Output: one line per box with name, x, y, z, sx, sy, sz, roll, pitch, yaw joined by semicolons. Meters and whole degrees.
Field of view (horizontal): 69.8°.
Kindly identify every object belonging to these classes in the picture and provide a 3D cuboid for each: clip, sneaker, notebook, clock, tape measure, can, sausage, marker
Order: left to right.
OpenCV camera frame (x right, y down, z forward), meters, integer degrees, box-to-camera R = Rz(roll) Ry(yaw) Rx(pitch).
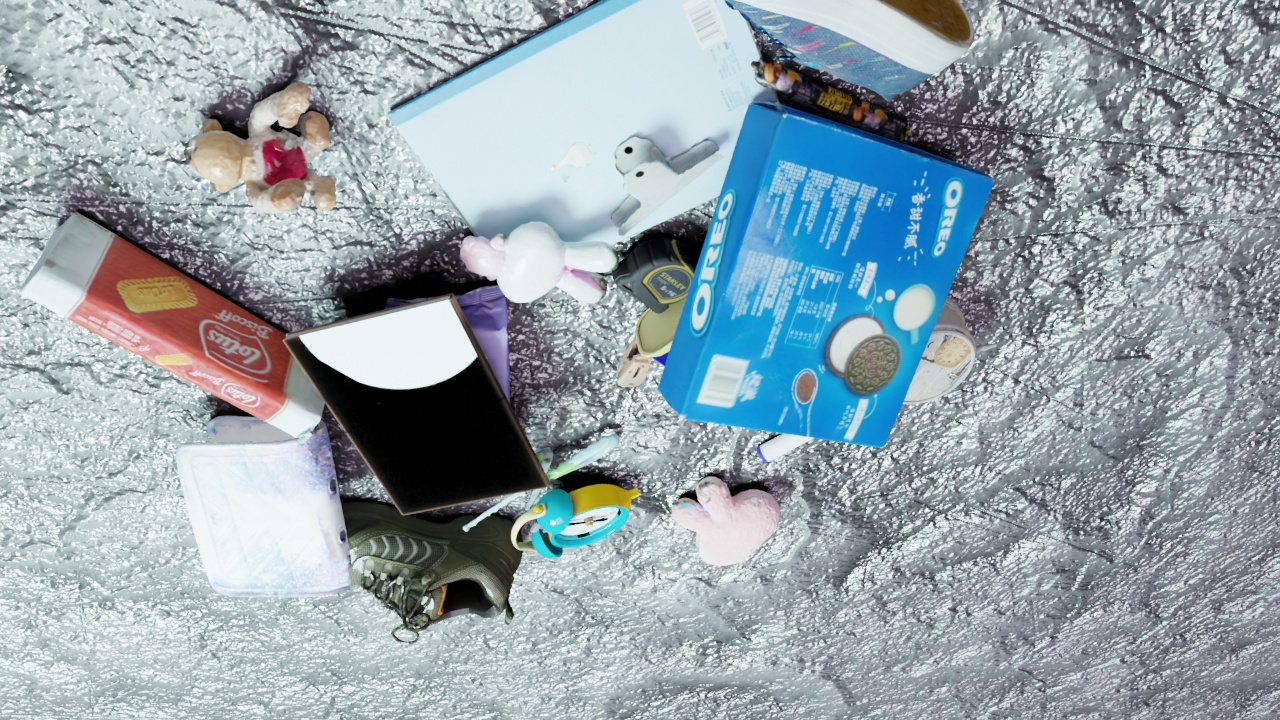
sneaker;-0.231;0.225;0.897;0.237;0.142;0.101;6;130;-15
notebook;-0.176;0.045;0.752;0.141;0.008;0.209;-12;128;11
clock;-0.067;0.161;0.927;0.129;0.043;0.099;-11;147;-20
notebook;-0.027;-0.165;0.673;0.254;0.009;0.181;-23;132;11
clip;-0.005;0.000;0.821;0.026;0.059;0.052;2;91;-14
clip;0.005;-0.141;0.685;0.102;0.045;0.055;-36;136;21
tape measure;0.016;-0.073;0.748;0.061;0.034;0.061;-31;142;22
can;0.069;-0.024;0.786;0.116;0.056;0.092;-35;129;20
sneaker;0.105;-0.235;0.600;0.235;0.087;0.079;12;149;-25
marker;0.180;0.061;0.908;0.142;0.020;0.020;-31;130;17
sausage;0.141;-0.188;0.669;0.155;0.020;0.020;13;128;-27
clock;0.235;-0.010;0.825;0.156;0.061;0.104;16;127;-26

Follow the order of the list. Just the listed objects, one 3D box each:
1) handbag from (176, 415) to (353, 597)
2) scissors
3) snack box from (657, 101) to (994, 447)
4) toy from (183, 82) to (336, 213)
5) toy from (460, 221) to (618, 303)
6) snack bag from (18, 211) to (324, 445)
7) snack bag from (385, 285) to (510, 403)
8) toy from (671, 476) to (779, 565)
handbag;-0.322;0.129;0.811;0.126;0.069;0.159;-1;110;8
scissors;-0.091;0.115;0.875;0.172;0.023;0.172;-30;167;-23
snack box;0.141;-0.057;0.711;0.195;0.056;0.239;10;108;-24
toy;-0.260;-0.143;0.619;0.106;0.074;0.085;5;101;12
toy;-0.079;-0.076;0.714;0.122;0.038;0.079;8;143;-17
snack bag;-0.340;-0.021;0.700;0.041;0.077;0.225;-37;128;25
snack bag;-0.159;0.024;0.789;0.096;0.058;0.206;-4;130;-11
toy;0.088;0.167;0.969;0.105;0.053;0.109;37;118;-22
